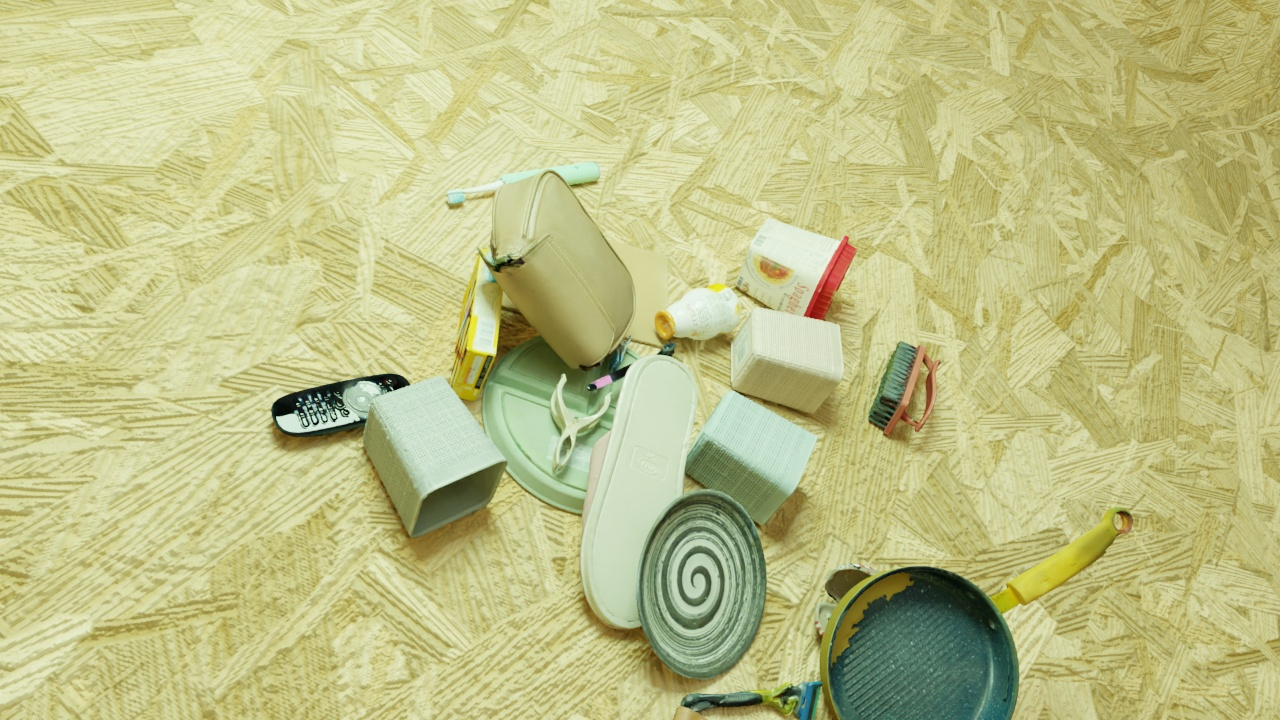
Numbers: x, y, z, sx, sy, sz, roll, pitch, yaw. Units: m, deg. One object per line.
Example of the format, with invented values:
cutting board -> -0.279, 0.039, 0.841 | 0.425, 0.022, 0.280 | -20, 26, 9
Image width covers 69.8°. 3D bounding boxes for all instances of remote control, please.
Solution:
remote control -> -0.287, 0.045, 0.890 | 0.136, 0.024, 0.053 | -13, 61, -34

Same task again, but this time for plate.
plate -> 0.058, 0.214, 0.890 | 0.179, 0.024, 0.179 | 6, 80, -40
plate -> -0.056, 0.059, 0.990 | 0.230, 0.028, 0.229 | 13, 51, -16

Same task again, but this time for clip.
clip -> -0.023, -0.010, 1.025 | 0.028, 0.024, 0.056 | 23, 42, -13
clip -> -0.076, 0.057, 0.941 | 0.098, 0.035, 0.099 | 47, 57, 6

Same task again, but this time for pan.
pan -> 0.338, 0.255, 0.902 | 0.356, 0.078, 0.197 | -34, 87, -14

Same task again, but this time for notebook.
notebook -> -0.064, -0.098, 1.115 | 0.211, 0.012, 0.149 | 14, 52, -16

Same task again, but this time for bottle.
bottle -> 0.069, -0.055, 1.111 | 0.108, 0.063, 0.063 | -17, 65, -35

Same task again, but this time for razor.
razor -> 0.103, 0.323, 0.872 | 0.142, 0.022, 0.043 | 5, 98, -18

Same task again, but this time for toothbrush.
toothbrush -> -0.006, 0.006, 1.008 | 0.014, 0.018, 0.188 | 37, 28, 17
toothbrush -> -0.146, -0.226, 1.162 | 0.224, 0.027, 0.027 | -17, 86, -35

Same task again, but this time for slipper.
slipper -> -0.003, 0.126, 0.913 | 0.114, 0.055, 0.274 | 17, 73, -26

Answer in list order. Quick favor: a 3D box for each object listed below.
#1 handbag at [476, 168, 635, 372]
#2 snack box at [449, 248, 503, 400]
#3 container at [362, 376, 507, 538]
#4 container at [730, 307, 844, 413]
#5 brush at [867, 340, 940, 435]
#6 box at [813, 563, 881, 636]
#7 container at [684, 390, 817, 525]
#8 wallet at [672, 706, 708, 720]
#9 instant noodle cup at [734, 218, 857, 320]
handbag -> -0.088, -0.091, 0.966 | 0.204, 0.100, 0.147 | 54, 34, -35
snack box -> -0.171, -0.038, 0.967 | 0.033, 0.087, 0.140 | 15, 51, -16
container -> -0.198, 0.086, 0.861 | 0.090, 0.090, 0.114 | -21, 64, -36
container -> 0.173, -0.003, 1.108 | 0.111, 0.090, 0.089 | 14, 51, -12
brush -> 0.347, 0.032, 1.181 | 0.069, 0.063, 0.145 | 25, 46, 9
box -> 0.261, 0.278, 0.943 | 0.162, 0.075, 0.085 | 27, 43, -7
container -> 0.116, 0.103, 1.000 | 0.111, 0.090, 0.089 | 31, 48, 2
wallet -> 0.063, 0.388, 0.799 | 0.119, 0.035, 0.130 | 26, 49, 2
instant noodle cup -> 0.200, -0.117, 1.197 | 0.124, 0.117, 0.116 | 27, 47, 10
